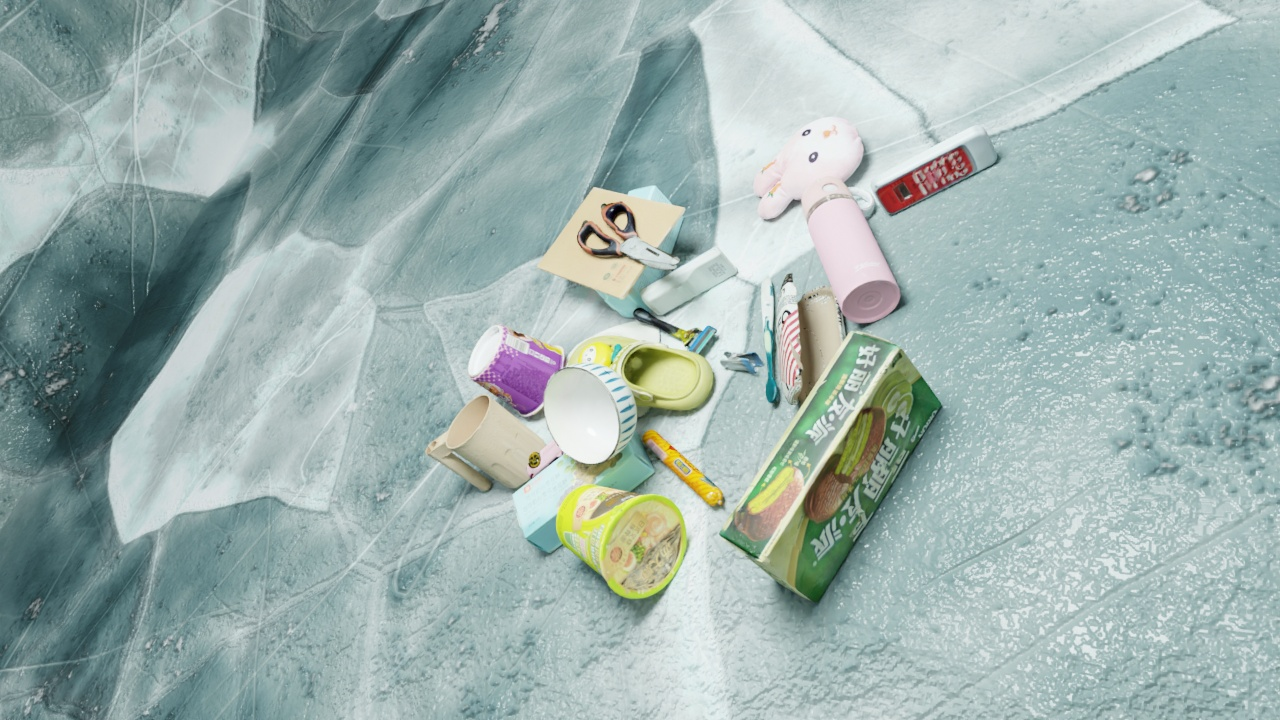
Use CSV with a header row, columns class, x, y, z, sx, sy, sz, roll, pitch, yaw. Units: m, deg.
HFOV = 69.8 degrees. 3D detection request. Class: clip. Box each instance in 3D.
class,x,y,z,sx,sy,sz,roll,pitch,yaw
clip,0.117,0.001,1.082,0.058,0.026,0.038,2,49,51

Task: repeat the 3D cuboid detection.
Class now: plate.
class,x,y,z,sx,sy,sz,roll,pitch,yaw
plate,-0.050,0.016,1.208,0.165,0.034,0.163,-21,48,28

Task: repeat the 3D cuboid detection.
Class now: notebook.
class,x,y,z,sx,sy,sz,roll,pitch,yaw
notebook,-0.045,-0.164,1.249,0.208,0.008,0.147,24,76,49

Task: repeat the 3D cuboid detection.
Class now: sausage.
class,x,y,z,sx,sy,sz,roll,pitch,yaw
sausage,0.046,0.121,1.050,0.021,0.021,0.165,-49,41,-1

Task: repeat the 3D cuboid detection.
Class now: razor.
class,x,y,z,sx,sy,sz,roll,pitch,yaw
razor,0.039,-0.040,1.179,0.143,0.022,0.042,26,72,44

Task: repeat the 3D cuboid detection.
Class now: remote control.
class,x,y,z,sx,sy,sz,roll,pitch,yaw
remote control,0.331,-0.214,1.038,0.136,0.056,0.020,-26,43,24
remote control,0.062,-0.101,1.190,0.125,0.049,0.024,-30,46,21

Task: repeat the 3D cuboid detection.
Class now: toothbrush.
class,x,y,z,sx,sy,sz,roll,pitch,yaw
toothbrush,0.153,-0.026,1.079,0.016,0.018,0.191,-21,45,28

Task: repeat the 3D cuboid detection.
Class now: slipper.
class,x,y,z,sx,sy,sz,roll,pitch,yaw
slipper,-0.007,0.006,1.110,0.191,0.081,0.091,8,67,21

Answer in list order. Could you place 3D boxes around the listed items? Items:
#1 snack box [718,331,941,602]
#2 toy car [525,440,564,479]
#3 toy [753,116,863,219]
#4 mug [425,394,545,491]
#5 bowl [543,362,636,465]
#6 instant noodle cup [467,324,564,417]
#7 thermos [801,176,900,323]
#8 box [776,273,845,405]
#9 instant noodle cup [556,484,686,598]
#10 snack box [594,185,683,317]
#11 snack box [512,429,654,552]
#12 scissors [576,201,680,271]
class,x,y,z,sx,sy,sz,roll,pitch,yaw
snack box,0.184,0.100,0.874,0.063,0.114,0.240,25,77,47
toy car,-0.092,0.111,1.149,0.123,0.056,0.037,-42,67,19
toy,0.210,-0.246,1.176,0.160,0.054,0.121,-34,41,28
mug,-0.201,0.117,1.199,0.125,0.103,0.084,-35,31,25
bowl,-0.049,0.055,1.055,0.117,0.066,0.116,14,113,35
instant noodle cup,-0.175,0.009,1.255,0.112,0.099,0.111,-41,33,34
thermos,0.245,-0.134,1.052,0.087,0.067,0.198,-7,46,-2
box,0.192,-0.020,1.012,0.087,0.076,0.162,3,52,-3
instant noodle cup,-0.031,0.188,1.007,0.124,0.111,0.111,11,67,53
snack box,-0.001,-0.150,1.264,0.052,0.074,0.174,-3,57,40
snack box,-0.071,0.149,1.107,0.175,0.051,0.074,-39,42,10
scissors,-0.007,-0.163,1.193,0.209,0.015,0.185,-12,51,35
